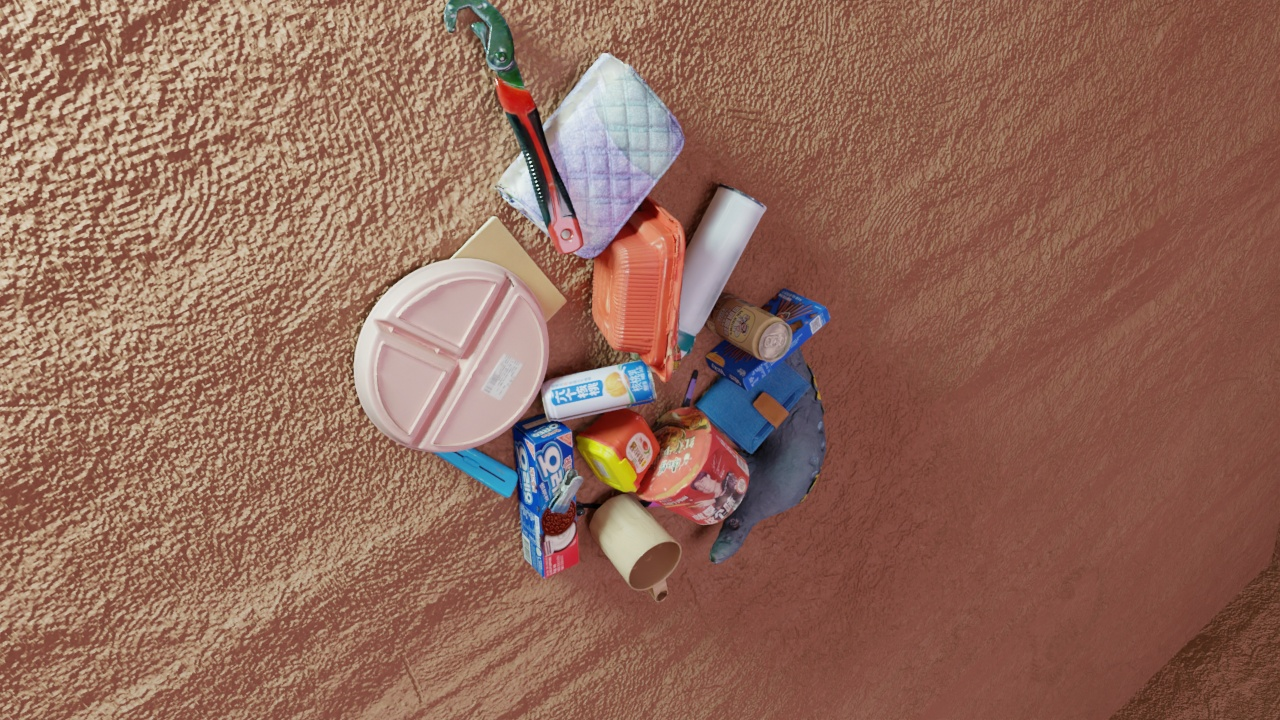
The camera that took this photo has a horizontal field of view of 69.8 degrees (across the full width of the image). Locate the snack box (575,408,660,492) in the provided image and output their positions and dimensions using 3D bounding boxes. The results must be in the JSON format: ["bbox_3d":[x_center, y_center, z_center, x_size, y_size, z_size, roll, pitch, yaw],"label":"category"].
[{"bbox_3d":[-0.027,0.111,1.182,0.080,0.082,0.091,-49,133,-23],"label":"snack box"}]

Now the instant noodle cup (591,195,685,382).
[{"bbox_3d":[-0.004,-0.085,1.053,0.079,0.164,0.189,-2,113,-17],"label":"instant noodle cup"}]

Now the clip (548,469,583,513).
[{"bbox_3d":[-0.089,0.162,1.123,0.025,0.031,0.057,21,100,-42],"label":"clip"}]

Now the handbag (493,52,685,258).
[{"bbox_3d":[-0.053,-0.218,1.002,0.193,0.075,0.134,-52,125,-5],"label":"handbag"}]

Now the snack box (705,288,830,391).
[{"bbox_3d":[0.172,-0.030,1.245,0.157,0.084,0.026,-40,129,-13],"label":"snack box"}]

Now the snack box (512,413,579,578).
[{"bbox_3d":[-0.119,0.172,1.156,0.058,0.057,0.208,-18,121,-31],"label":"snack box"}]

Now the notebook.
[{"bbox_3d":[-0.194,-0.041,1.032,0.207,0.008,0.148,-46,130,-8],"label":"notebook"}]

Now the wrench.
[{"bbox_3d":[-0.119,-0.236,0.925,0.056,0.016,0.273,-27,105,-11],"label":"wrench"}]

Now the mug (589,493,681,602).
[{"bbox_3d":[-0.006,0.254,1.234,0.084,0.103,0.125,-30,136,-18],"label":"mug"}]

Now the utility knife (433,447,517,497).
[{"bbox_3d":[-0.218,0.109,1.082,0.034,0.018,0.199,-53,129,-2],"label":"utility knife"}]

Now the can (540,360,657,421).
[{"bbox_3d":[-0.050,0.037,1.108,0.134,0.053,0.053,-12,121,-1],"label":"can"}]

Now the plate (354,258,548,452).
[{"bbox_3d":[-0.200,0.001,1.019,0.229,0.028,0.230,-14,117,-30],"label":"plate"}]

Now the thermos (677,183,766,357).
[{"bbox_3d":[0.078,-0.106,1.154,0.073,0.073,0.224,22,98,-40],"label":"thermos"}]

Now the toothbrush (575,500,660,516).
[{"bbox_3d":[-0.027,0.202,1.263,0.188,0.018,0.014,3,119,-38],"label":"toothbrush"}]

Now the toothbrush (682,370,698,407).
[{"bbox_3d":[0.054,0.102,1.272,0.014,0.017,0.189,5,107,-36],"label":"toothbrush"}]

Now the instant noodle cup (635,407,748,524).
[{"bbox_3d":[0.071,0.148,1.218,0.108,0.138,0.138,39,87,-33],"label":"instant noodle cup"}]

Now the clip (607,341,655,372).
[{"bbox_3d":[-0.010,0.013,1.173,0.103,0.035,0.092,33,87,-48],"label":"clip"}]

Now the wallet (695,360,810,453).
[{"bbox_3d":[0.157,0.050,1.275,0.106,0.040,0.133,42,85,1],"label":"wallet"}]

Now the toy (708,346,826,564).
[{"bbox_3d":[0.199,0.141,1.344,0.137,0.091,0.356,19,95,-22],"label":"toy"}]

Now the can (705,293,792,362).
[{"bbox_3d":[0.139,-0.044,1.194,0.058,0.116,0.059,-16,120,-29],"label":"can"}]
